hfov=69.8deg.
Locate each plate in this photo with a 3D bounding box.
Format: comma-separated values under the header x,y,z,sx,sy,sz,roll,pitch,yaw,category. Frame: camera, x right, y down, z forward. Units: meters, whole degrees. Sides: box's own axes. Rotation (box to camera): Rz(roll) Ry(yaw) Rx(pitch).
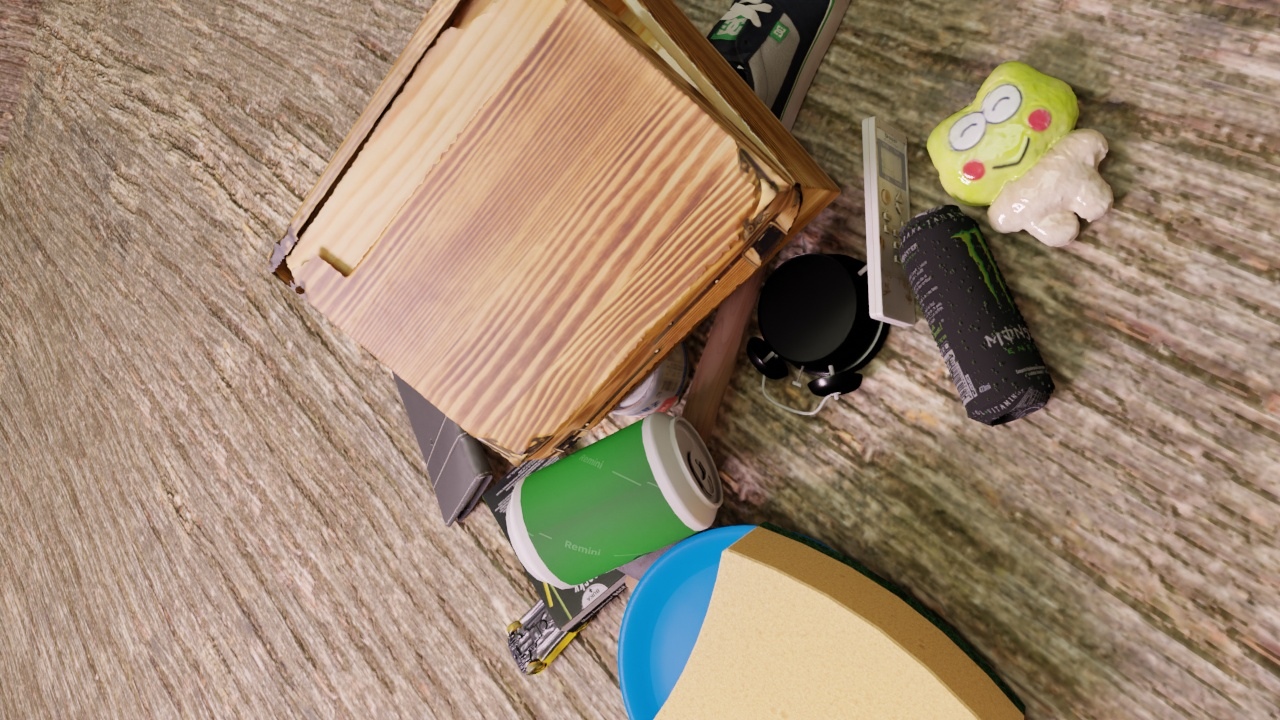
x,y,z,sx,sy,sz,roll,pitch,yaw,category
0.089,0.224,0.645,0.225,0.024,0.224,2,95,26,plate

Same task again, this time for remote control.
x,y,z,sx,sy,sz,roll,pitch,yaw,category
0.168,-0.093,0.619,0.011,0.050,0.135,-7,80,40,remote control

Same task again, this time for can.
x,y,z,sx,sy,sz,roll,pitch,yaw,category
-0.005,0.004,0.762,0.086,0.043,0.086,-8,78,39,can
0.207,-0.029,0.574,0.054,0.053,0.137,-32,65,34,can
-0.019,0.100,0.653,0.140,0.087,0.087,-27,66,17,can

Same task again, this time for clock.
x,y,z,sx,sy,sz,roll,pitch,yaw,category
0.124,-0.022,0.651,0.091,0.042,0.121,24,99,39,clock

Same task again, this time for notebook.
x,y,z,sx,sy,sz,roll,pitch,yaw,category
-0.200,0.044,0.886,0.209,0.029,0.170,68,153,17,notebook

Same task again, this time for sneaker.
x,y,z,sx,sy,sz,roll,pitch,yaw,category
0.091,-0.252,0.687,0.084,0.079,0.235,26,101,41,sneaker

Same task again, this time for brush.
x,y,z,sx,sy,sz,roll,pitch,yaw,category
0.094,0.254,0.587,0.195,0.075,0.250,34,108,20,brush

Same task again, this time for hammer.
x,y,z,sx,sy,sz,roll,pitch,yaw,category
0.052,0.024,0.707,0.098,0.052,0.328,20,92,25,hammer

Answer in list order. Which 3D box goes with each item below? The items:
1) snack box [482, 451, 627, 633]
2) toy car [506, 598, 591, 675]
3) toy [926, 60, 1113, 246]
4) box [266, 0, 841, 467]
x,y,z,sx,sy,sz,roll,pitch,yaw,category
-0.070,0.149,0.795,0.080,0.025,0.147,-41,58,6,snack box
-0.078,0.232,0.806,0.107,0.030,0.049,-48,55,20,toy car
0.238,-0.124,0.567,0.092,0.046,0.115,-43,67,23,toy
-0.055,-0.091,0.619,0.280,0.220,0.258,-44,78,24,box
